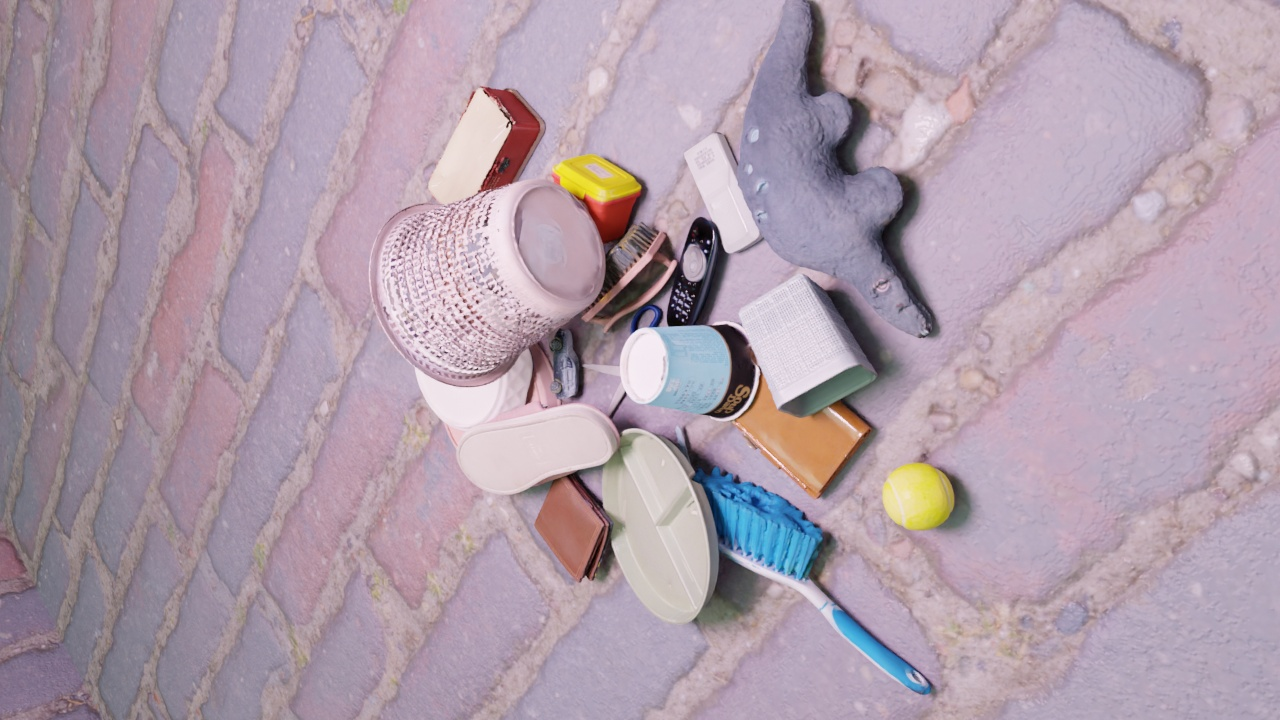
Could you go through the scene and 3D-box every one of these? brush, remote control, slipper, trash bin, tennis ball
[{"bbox_3d":[-0.023,-0.089,1.070,0.073,0.063,0.146,40,127,-9],"label":"brush"},{"bbox_3d":[0.061,-0.092,1.020,0.053,0.024,0.137,43,125,46],"label":"remote control"},{"bbox_3d":[-0.130,0.105,1.155,0.275,0.054,0.114,-21,110,40],"label":"slipper"},{"bbox_3d":[-0.155,-0.100,1.026,0.193,0.226,0.227,-19,87,40],"label":"trash bin"},{"bbox_3d":[0.178,0.228,0.977,0.315,0.060,0.110,26,115,27],"label":"brush"},{"bbox_3d":[0.090,-0.178,0.985,0.049,0.024,0.125,-28,80,38],"label":"remote control"},{"bbox_3d":[0.265,0.130,0.877,0.066,0.065,0.065,8,103,37],"label":"tennis ball"}]

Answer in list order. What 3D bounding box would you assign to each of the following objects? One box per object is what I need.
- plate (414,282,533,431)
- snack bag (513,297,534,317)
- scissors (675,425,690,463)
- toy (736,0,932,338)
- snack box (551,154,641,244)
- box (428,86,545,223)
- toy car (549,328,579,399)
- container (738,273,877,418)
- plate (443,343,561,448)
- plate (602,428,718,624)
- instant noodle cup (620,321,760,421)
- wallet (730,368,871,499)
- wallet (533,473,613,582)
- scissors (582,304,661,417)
[{"bbox_3d":[-0.231,0.002,1.223,0.205,0.045,0.205,7,102,37],"label":"plate"},{"bbox_3d":[-0.145,-0.102,1.183,0.048,0.026,0.104,17,109,43],"label":"snack bag"},{"bbox_3d":[0.049,0.143,1.075,0.094,0.017,0.137,-42,78,25],"label":"scissors"},{"bbox_3d":[0.170,-0.172,0.891,0.138,0.091,0.356,-24,84,11],"label":"toy"},{"bbox_3d":[-0.054,-0.185,1.067,0.091,0.081,0.080,36,132,29],"label":"snack box"},{"bbox_3d":[-0.206,-0.260,1.169,0.091,0.076,0.169,50,124,19],"label":"box"},{"bbox_3d":[-0.096,0.004,1.155,0.034,0.042,0.091,3,104,10],"label":"toy car"},{"bbox_3d":[0.161,-0.016,0.903,0.090,0.090,0.111,-31,69,19],"label":"container"},{"bbox_3d":[-0.201,0.057,1.257,0.230,0.028,0.229,8,102,37],"label":"plate"},{"bbox_3d":[0.021,0.189,1.062,0.230,0.027,0.230,28,123,55],"label":"plate"},{"bbox_3d":[0.047,0.007,0.975,0.111,0.120,0.111,-8,80,51],"label":"instant noodle cup"},{"bbox_3d":[0.164,0.068,0.968,0.132,0.031,0.108,44,120,25],"label":"wallet"},{"bbox_3d":[-0.086,0.209,1.182,0.124,0.032,0.101,44,123,39],"label":"wallet"},{"bbox_3d":[-0.004,0.010,1.102,0.176,0.012,0.162,21,112,35],"label":"scissors"}]
